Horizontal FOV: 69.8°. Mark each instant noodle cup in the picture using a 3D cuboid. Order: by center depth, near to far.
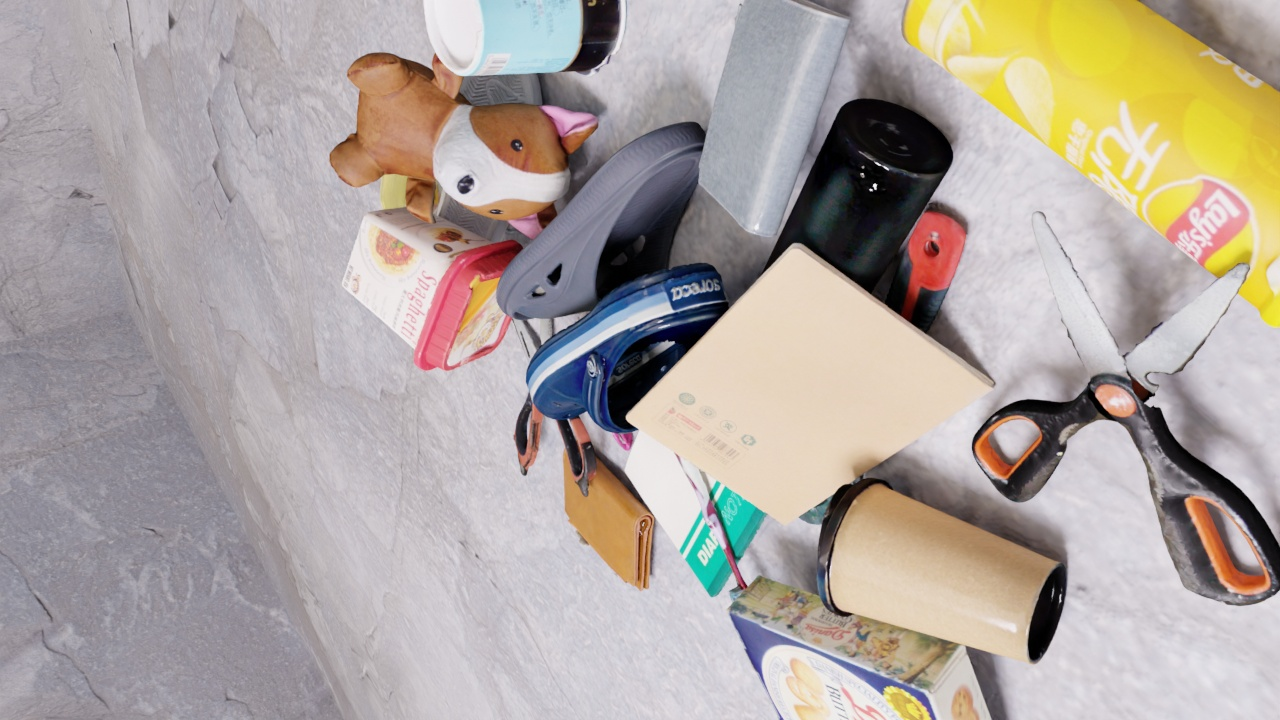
[{"bbox_3d":[-0.091,-0.261,0.682,0.111,0.120,0.111,30,131,42],"label":"instant noodle cup"},{"bbox_3d":[-0.179,-0.069,0.794,0.124,0.116,0.116,32,115,13],"label":"instant noodle cup"}]

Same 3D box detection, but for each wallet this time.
[{"bbox_3d":[0.078,-0.155,0.563,0.106,0.037,0.130,-120,40,-54],"label":"wallet"},{"bbox_3d":[-0.034,0.155,0.913,0.132,0.031,0.108,39,138,43],"label":"wallet"}]

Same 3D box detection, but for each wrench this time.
[{"bbox_3d":[0.150,0.021,0.604,0.056,0.016,0.274,45,140,29],"label":"wrench"}]

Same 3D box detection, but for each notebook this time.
[{"bbox_3d":[0.098,0.028,0.598,0.148,0.008,0.208,34,136,-8],"label":"notebook"},{"bbox_3d":[0.052,0.085,0.765,0.150,0.012,0.210,53,143,30],"label":"notebook"}]

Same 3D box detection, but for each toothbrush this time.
[{"bbox_3d":[0.053,0.126,0.753,0.016,0.017,0.187,-35,76,56],"label":"toothbrush"}]

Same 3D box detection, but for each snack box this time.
[{"bbox_3d":[0.165,0.254,0.652,0.183,0.045,0.178,5,126,53],"label":"snack box"}]

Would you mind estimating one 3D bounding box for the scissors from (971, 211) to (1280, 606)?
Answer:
[{"bbox_3d":[0.229,0.033,0.447,0.221,0.021,0.233,50,158,1],"label":"scissors"}]

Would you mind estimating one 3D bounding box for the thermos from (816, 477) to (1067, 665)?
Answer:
[{"bbox_3d":[0.180,0.130,0.568,0.143,0.092,0.093,13,119,41],"label":"thermos"}]

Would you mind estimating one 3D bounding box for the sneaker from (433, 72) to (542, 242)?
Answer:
[{"bbox_3d":[-0.140,-0.167,0.852,0.089,0.090,0.243,24,114,4],"label":"sneaker"}]

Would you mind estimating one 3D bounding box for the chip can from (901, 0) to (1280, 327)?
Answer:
[{"bbox_3d":[0.213,-0.110,0.397,0.213,0.071,0.072,50,142,26],"label":"chip can"}]

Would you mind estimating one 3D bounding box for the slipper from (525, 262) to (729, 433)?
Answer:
[{"bbox_3d":[-0.004,0.004,0.698,0.253,0.105,0.095,-36,67,59],"label":"slipper"}]

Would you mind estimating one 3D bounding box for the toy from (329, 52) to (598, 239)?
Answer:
[{"bbox_3d":[-0.143,-0.172,0.740,0.199,0.130,0.140,22,124,-4],"label":"toy"}]

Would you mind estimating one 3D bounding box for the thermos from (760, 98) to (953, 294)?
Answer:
[{"bbox_3d":[0.102,-0.052,0.587,0.243,0.068,0.090,113,143,-47],"label":"thermos"}]

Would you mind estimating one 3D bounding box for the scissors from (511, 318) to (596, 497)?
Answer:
[{"bbox_3d":[-0.094,0.035,0.920,0.189,0.015,0.223,36,126,47],"label":"scissors"}]

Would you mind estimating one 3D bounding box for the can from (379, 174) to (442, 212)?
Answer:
[{"bbox_3d":[-0.210,-0.183,0.921,0.057,0.083,0.102,51,143,23],"label":"can"}]

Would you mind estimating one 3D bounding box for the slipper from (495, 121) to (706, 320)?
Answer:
[{"bbox_3d":[-0.026,-0.078,0.711,0.083,0.110,0.269,59,142,7],"label":"slipper"}]

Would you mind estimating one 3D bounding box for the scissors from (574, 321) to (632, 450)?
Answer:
[{"bbox_3d":[-0.032,0.026,0.857,0.133,0.017,0.135,9,118,56],"label":"scissors"}]
